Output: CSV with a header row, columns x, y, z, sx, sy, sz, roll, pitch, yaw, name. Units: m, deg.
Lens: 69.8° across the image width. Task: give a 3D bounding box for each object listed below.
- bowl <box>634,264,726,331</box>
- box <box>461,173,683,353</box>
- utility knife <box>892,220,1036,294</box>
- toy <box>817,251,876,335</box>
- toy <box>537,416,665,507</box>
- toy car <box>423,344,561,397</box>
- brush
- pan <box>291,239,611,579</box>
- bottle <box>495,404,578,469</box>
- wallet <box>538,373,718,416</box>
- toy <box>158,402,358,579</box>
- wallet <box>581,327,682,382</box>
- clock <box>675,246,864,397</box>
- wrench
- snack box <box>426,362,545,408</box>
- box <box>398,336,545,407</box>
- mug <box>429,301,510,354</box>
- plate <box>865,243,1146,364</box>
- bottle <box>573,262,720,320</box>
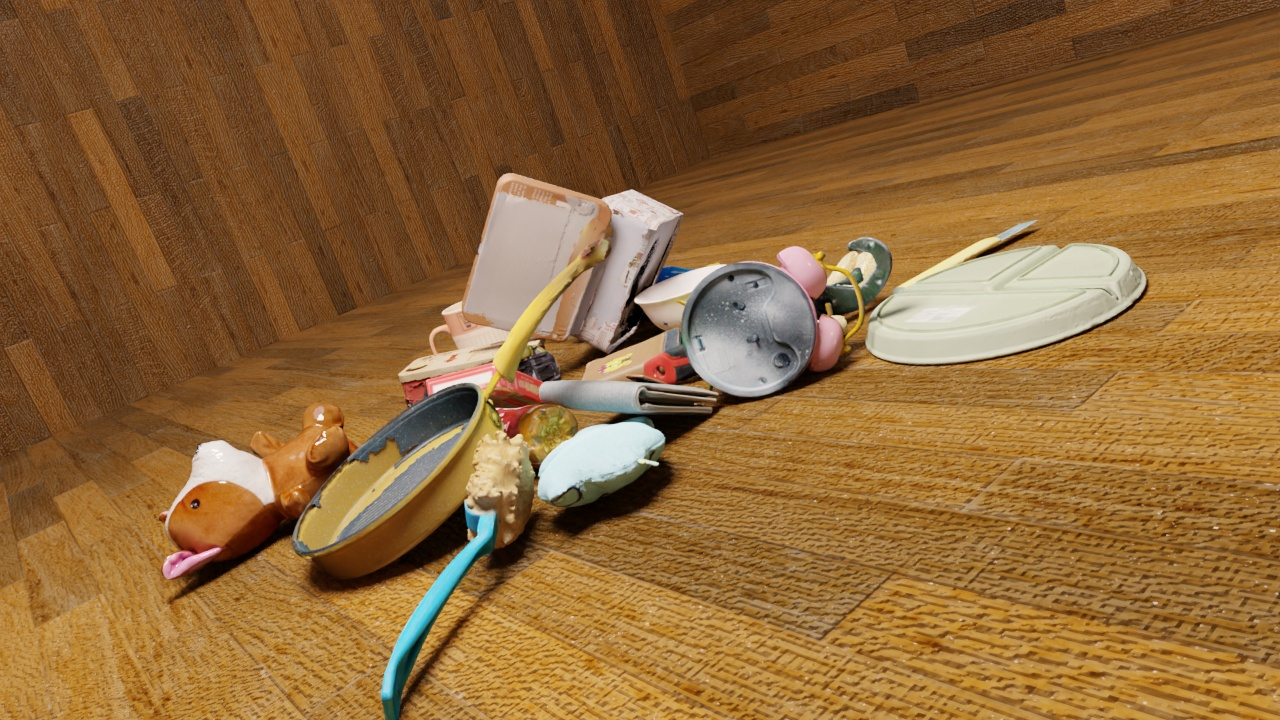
x,y,z,sx,sy,sz,roll,pitch,yaw,name
0.058,-0.061,1.071,0.118,0.065,0.118,-18,15,5,bowl
-0.067,-0.110,1.082,0.270,0.180,0.134,-1,31,-46,box
0.340,-0.110,0.965,0.204,0.021,0.031,-32,21,-18,utility knife
0.172,-0.059,0.910,0.157,0.066,0.105,-33,35,-19,toy
-0.030,0.076,0.717,0.157,0.050,0.161,-19,7,46,toy
-0.165,0.031,1.019,0.158,0.070,0.042,-18,10,5,toy car
-0.117,0.131,0.604,0.046,0.083,0.254,6,28,9,brush
-0.149,0.036,0.765,0.357,0.078,0.197,-38,22,-1,pan
-0.132,0.071,0.853,0.175,0.057,0.057,-5,21,46,bottle
-0.009,0.030,0.814,0.106,0.037,0.130,6,-4,-43,wallet
-0.368,0.122,0.882,0.199,0.130,0.140,-33,23,-11,toy
-0.006,0.006,0.984,0.115,0.033,0.090,-21,15,9,wallet
0.116,-0.035,0.804,0.159,0.117,0.059,-17,3,18,clock
0.113,-0.034,0.859,0.274,0.056,0.016,-28,2,31,wrench
-0.143,0.035,0.918,0.075,0.025,0.153,-14,-15,14,snack box
-0.191,0.027,1.091,0.168,0.076,0.091,-12,14,7,box
-0.222,-0.026,1.234,0.114,0.106,0.081,-22,14,-6,mug
0.305,-0.054,0.791,0.230,0.027,0.230,-19,14,5,plate
0.006,-0.086,1.234,0.219,0.065,0.065,-15,15,16,bottle
